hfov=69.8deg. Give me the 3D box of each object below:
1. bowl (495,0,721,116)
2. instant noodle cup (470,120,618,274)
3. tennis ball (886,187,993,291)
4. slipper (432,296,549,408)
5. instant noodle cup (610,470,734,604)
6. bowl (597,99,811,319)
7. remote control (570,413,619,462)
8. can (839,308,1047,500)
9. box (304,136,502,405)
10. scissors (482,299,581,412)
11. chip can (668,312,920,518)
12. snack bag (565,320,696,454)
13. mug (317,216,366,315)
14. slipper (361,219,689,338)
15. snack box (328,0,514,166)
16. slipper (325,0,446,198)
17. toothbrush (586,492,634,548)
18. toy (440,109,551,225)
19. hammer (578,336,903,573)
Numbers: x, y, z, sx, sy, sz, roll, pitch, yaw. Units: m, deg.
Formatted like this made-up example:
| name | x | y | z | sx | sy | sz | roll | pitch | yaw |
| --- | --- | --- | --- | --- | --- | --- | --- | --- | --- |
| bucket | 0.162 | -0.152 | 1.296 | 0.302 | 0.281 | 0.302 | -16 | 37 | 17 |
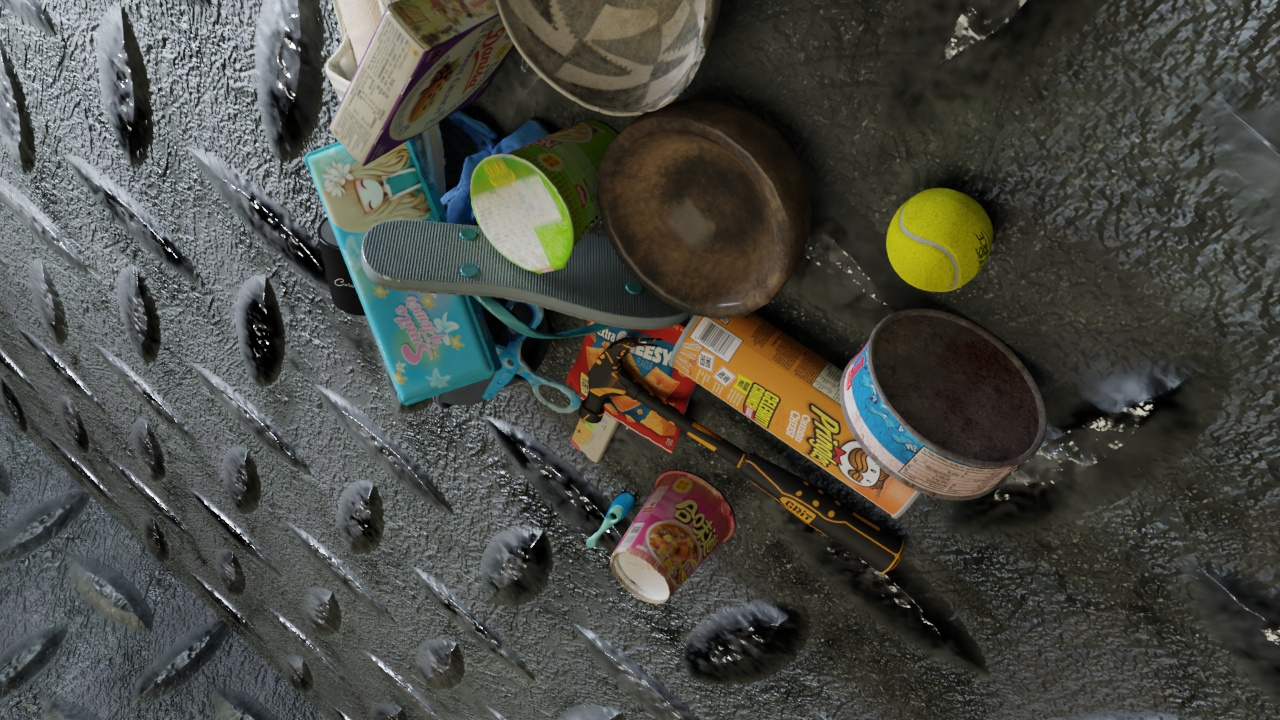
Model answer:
| name | x | y | z | sx | sy | sz | roll | pitch | yaw |
| --- | --- | --- | --- | --- | --- | --- | --- | --- | --- |
| bowl | -0.013 | -0.259 | 0.599 | 0.178 | 0.081 | 0.179 | 23 | 135 | 24 |
| instant noodle cup | -0.063 | -0.138 | 0.725 | 0.099 | 0.107 | 0.099 | 23 | 136 | 24 |
| tennis ball | 0.193 | -0.078 | 0.593 | 0.065 | 0.065 | 0.065 | 23 | 136 | 24 |
| slipper | -0.124 | -0.030 | 0.889 | 0.082 | 0.101 | 0.264 | 35 | 134 | 0 |
| instant noodle cup | 0.027 | 0.182 | 0.924 | 0.098 | 0.108 | 0.098 | 24 | 136 | 24 |
| bowl | 0.053 | -0.116 | 0.675 | 0.162 | 0.070 | 0.162 | 23 | 136 | 24 |
| remote control | -0.044 | 0.065 | 0.955 | 0.038 | 0.018 | 0.126 | 37 | 142 | 9 |
| can | 0.205 | 0.028 | 0.624 | 0.130 | 0.129 | 0.044 | 36 | 140 | 10 |
| box | -0.226 | -0.076 | 0.807 | 0.170 | 0.085 | 0.227 | -12 | 101 | 41 |
| scissors | -0.108 | -0.004 | 0.833 | 0.134 | 0.011 | 0.140 | 26 | 129 | 2 |
| chip can | 0.131 | 0.033 | 0.731 | 0.215 | 0.075 | 0.075 | 34 | 139 | 11 |
| snack bag | -0.005 | 0.005 | 0.852 | 0.131 | 0.039 | 0.144 | 31 | 132 | 14 |
| mug | -0.277 | -0.102 | 0.971 | 0.113 | 0.078 | 0.088 | 7 | 133 | 3 |
| slipper | -0.091 | -0.066 | 0.758 | 0.268 | 0.098 | 0.055 | 9 | 139 | -12 |
| snack box | -0.150 | -0.229 | 0.690 | 0.040 | 0.147 | 0.144 | 48 | 140 | -6 |
| slipper | -0.234 | -0.254 | 0.805 | 0.114 | 0.053 | 0.273 | 25 | 134 | 45 |
| toothbrush | -0.034 | 0.182 | 1.050 | 0.022 | 0.017 | 0.136 | 40 | 138 | 6 |
| toy | -0.147 | -0.150 | 0.815 | 0.113 | 0.070 | 0.177 | 47 | 128 | 31 |
| hammer | 0.093 | 0.088 | 0.815 | 0.320 | 0.036 | 0.124 | 32 | 132 | 4 |
